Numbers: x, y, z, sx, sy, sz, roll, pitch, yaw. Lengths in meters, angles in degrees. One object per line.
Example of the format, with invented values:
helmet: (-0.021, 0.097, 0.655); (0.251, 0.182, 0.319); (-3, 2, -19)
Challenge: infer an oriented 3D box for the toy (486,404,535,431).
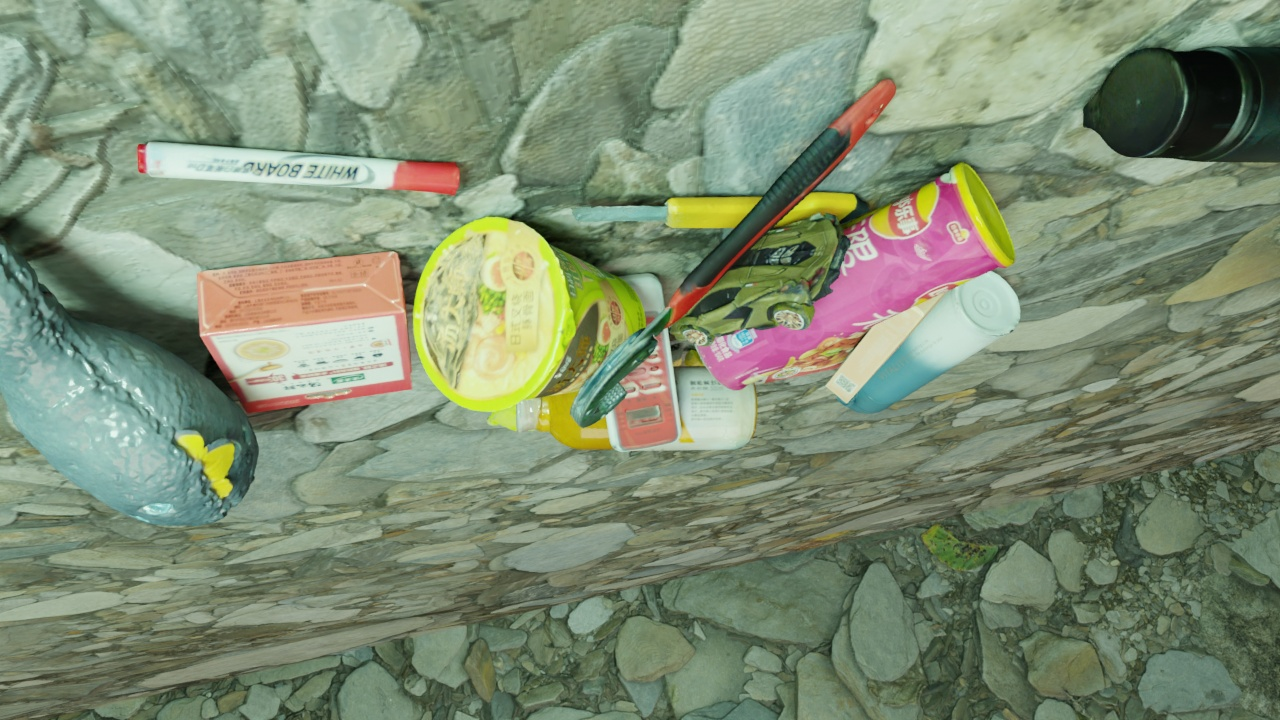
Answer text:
toy: (-0.085, 0.041, 0.835); (0.096, 0.031, 0.100); (-3, 158, -32)

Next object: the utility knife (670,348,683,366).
utility knife: (0.017, 0.027, 0.895); (0.031, 0.021, 0.205); (-4, 164, -6)

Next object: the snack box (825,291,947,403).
snack box: (0.210, -0.030, 0.750); (0.084, 0.026, 0.158); (-42, 167, -26)

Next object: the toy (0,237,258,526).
toy: (-0.298, 0.034, 0.553); (0.091, 0.138, 0.357); (-35, 164, -14)

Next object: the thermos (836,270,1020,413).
thermos: (0.260, -0.008, 0.864); (0.070, 0.070, 0.221); (-5, 159, -21)

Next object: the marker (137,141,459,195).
marker: (-0.159, -0.092, 0.441); (0.145, 0.017, 0.017); (-2, 158, -28)

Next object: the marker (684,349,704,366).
marker: (0.078, 0.006, 0.859); (0.015, 0.018, 0.124); (-45, 150, 22)

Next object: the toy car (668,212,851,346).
toy car: (0.070, -0.050, 0.596); (0.042, 0.070, 0.158); (39, 150, -25)

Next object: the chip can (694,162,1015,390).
chip can: (0.137, -0.050, 0.623); (0.211, 0.071, 0.071); (-28, 156, 31)

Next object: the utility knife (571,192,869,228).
utility knife: (0.054, -0.094, 0.567); (0.215, 0.015, 0.033); (-5, 160, -27)

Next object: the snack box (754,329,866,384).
snack box: (0.123, -0.023, 0.768); (0.113, 0.044, 0.127); (-11, 160, -5)

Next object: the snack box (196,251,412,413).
snack box: (-0.205, -0.016, 0.582); (0.113, 0.044, 0.127); (-8, 159, -15)

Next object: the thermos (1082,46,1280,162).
thermos: (0.384, -0.155, 0.557); (0.242, 0.068, 0.090); (-4, -169, -19)

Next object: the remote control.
remote control: (-0.004, 0.004, 0.668); (0.056, 0.136, 0.020); (-9, -155, -2)

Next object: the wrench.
wrench: (0.045, -0.053, 0.532); (0.274, 0.016, 0.056); (-47, 165, 22)

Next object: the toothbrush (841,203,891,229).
toothbrush: (0.101, -0.066, 0.675); (0.191, 0.016, 0.015); (-25, 157, 31)

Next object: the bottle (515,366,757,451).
bottle: (-0.004, 0.038, 0.733); (0.189, 0.068, 0.068); (0, 159, -6)

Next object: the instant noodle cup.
instant noodle cup: (-0.058, -0.024, 0.576); (0.112, 0.111, 0.123); (-23, 166, 27)
